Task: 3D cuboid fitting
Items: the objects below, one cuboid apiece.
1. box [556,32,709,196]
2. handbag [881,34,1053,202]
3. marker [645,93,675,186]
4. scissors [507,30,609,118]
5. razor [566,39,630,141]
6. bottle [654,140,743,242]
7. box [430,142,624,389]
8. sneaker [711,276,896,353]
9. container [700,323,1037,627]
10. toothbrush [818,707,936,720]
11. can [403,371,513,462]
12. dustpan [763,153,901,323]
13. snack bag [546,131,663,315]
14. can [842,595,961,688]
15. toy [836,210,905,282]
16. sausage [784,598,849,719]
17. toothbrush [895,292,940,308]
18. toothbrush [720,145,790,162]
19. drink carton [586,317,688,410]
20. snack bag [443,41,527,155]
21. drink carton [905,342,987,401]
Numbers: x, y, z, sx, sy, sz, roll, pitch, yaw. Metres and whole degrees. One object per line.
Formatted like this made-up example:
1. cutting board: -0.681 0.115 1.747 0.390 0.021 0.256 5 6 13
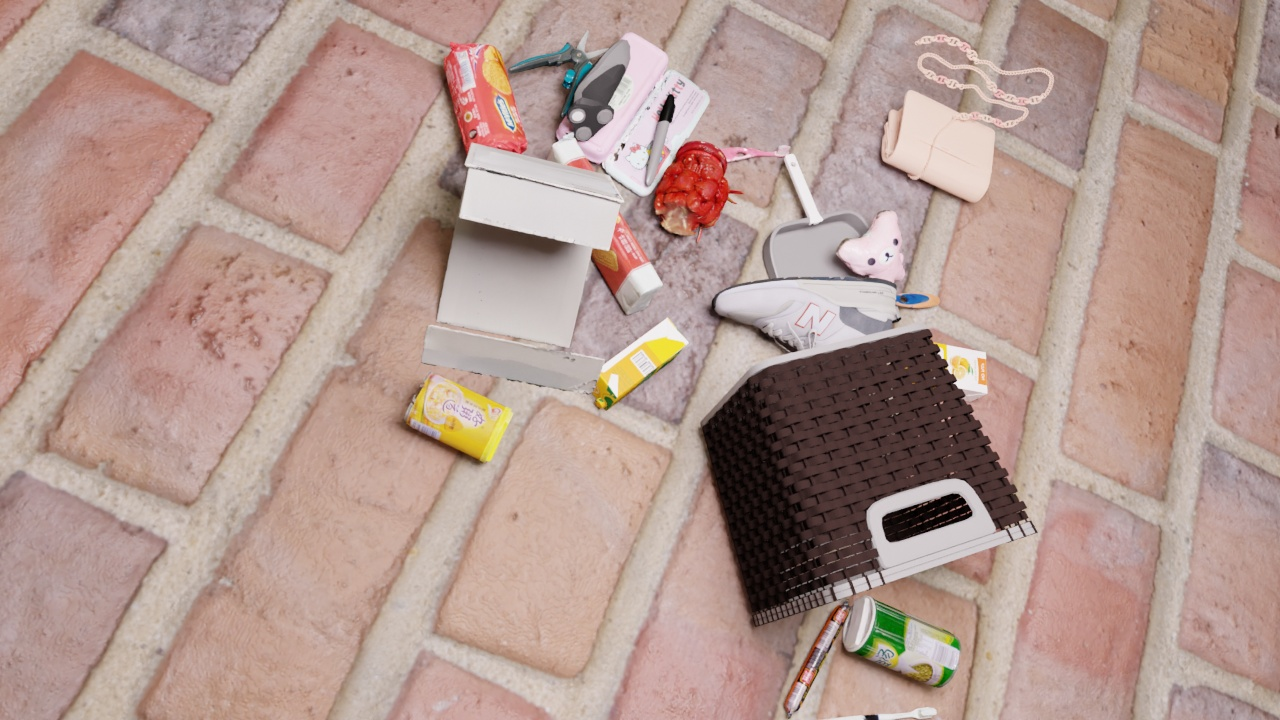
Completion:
1. box: -0.005 -0.332 1.225 0.153 0.041 0.200 31 67 -4
2. handbag: 0.432 -0.326 1.257 0.198 0.188 0.116 21 60 -12
3. marker: 0.027 -0.290 1.209 0.022 0.016 0.138 30 68 -47
4. scissors: -0.107 -0.381 1.193 0.118 0.019 0.148 18 66 -11
5. razor: -0.049 -0.352 1.173 0.060 0.057 0.155 6 59 18
6. bottle: 0.073 -0.216 1.184 0.099 0.099 0.111 22 57 -7
7. box: -0.152 -0.107 1.117 0.167 0.448 0.164 12 58 -11
8. sneaker: 0.212 -0.035 1.141 0.239 0.089 0.124 -4 80 -8
9. container: 0.229 0.129 1.022 0.247 0.246 0.243 -13 72 -19
10. toothbrush: 0.254 0.412 1.051 0.186 0.017 0.012 0 58 -15
11. can: -0.202 0.063 1.023 0.105 0.068 0.067 26 67 -5
12. dustpan: 0.240 -0.157 1.233 0.163 0.033 0.257 -14 76 -19
13. snack bag: -0.050 -0.167 1.136 0.041 0.078 0.225 -28 81 -25
14. can: 0.302 0.326 1.066 0.121 0.067 0.067 24 67 -6
15. toy: 0.315 -0.138 1.213 0.099 0.053 0.096 -37 105 -11
16. sausage: 0.204 0.342 1.060 0.020 0.020 0.155 36 67 -1
17. toothbrush: 0.347 -0.082 1.232 0.135 0.017 0.021 1 82 -24
18. toothbrush: 0.145 -0.284 1.261 0.135 0.016 0.021 -9 65 -18
19. drink carton: -0.007 0.006 1.098 0.122 0.058 0.041 -38 84 -23
20. snack bag: -0.197 -0.319 1.154 0.082 0.082 0.176 -11 74 -18
21. drink carton: 0.398 0.013 1.212 0.122 0.040 0.058 10 69 -11
